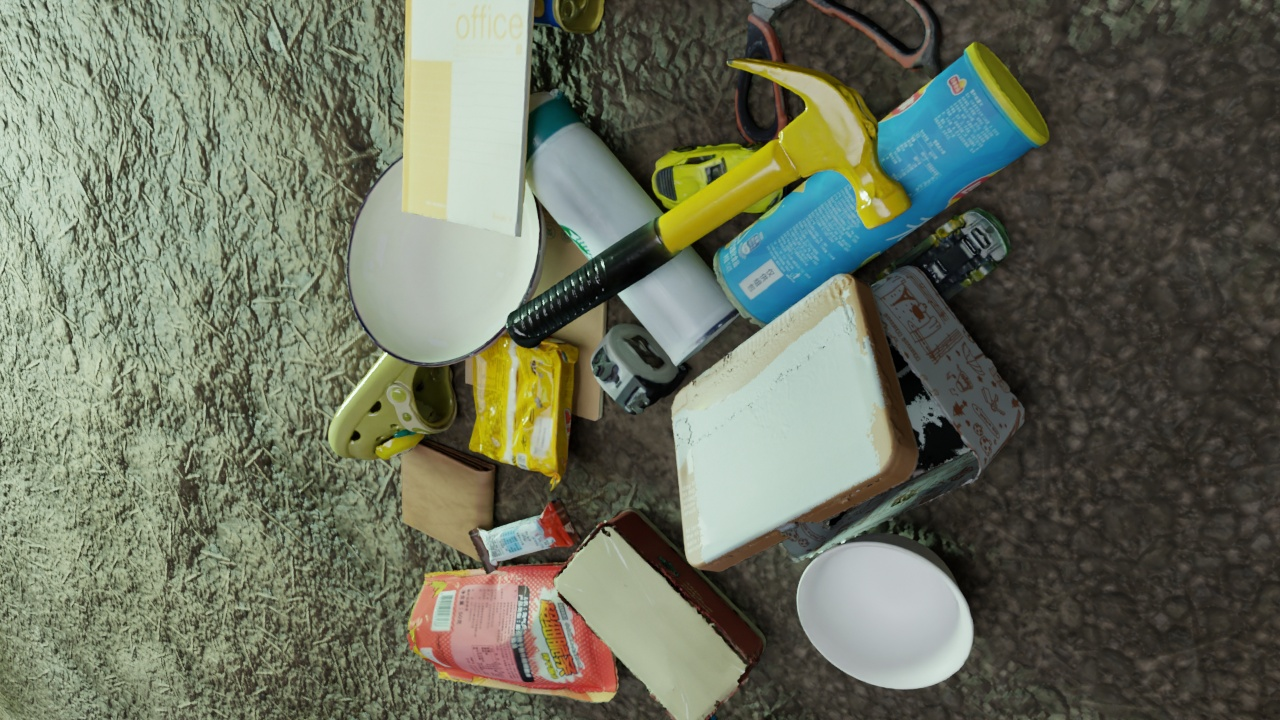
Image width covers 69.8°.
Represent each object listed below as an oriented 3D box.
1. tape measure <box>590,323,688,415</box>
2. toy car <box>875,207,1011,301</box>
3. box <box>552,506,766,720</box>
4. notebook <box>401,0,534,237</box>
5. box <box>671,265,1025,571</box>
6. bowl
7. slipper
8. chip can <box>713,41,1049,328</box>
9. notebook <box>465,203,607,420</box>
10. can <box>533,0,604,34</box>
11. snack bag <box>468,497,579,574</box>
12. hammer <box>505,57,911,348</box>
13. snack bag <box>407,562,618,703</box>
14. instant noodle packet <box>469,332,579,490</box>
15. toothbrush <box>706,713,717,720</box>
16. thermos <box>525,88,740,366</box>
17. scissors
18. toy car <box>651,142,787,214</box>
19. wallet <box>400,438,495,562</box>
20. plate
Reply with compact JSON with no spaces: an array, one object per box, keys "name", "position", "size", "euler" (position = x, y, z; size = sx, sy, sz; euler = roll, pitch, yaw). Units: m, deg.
[{"name":"tape measure","position":[-0.004,0.004,0.710],"size":[0.066,0.065,0.034],"euler":[44,124,10]},{"name":"toy car","position":[0.193,-0.060,0.587],"size":[0.043,0.036,0.091],"euler":[53,132,3]},{"name":"box","position":[0.011,0.211,0.749],"size":[0.168,0.078,0.091],"euler":[43,106,13]},{"name":"notebook","position":[-0.131,-0.204,0.679],"size":[0.146,0.010,0.206],"euler":[18,109,39]},{"name":"box","position":[0.108,0.045,0.576],"size":[0.150,0.165,0.182],"euler":[53,136,4]},{"name":"bowl","position":[0.177,0.163,0.649],"size":[0.118,0.064,0.118],"euler":[11,117,22]},{"name":"slipper","position":[-0.211,0.037,0.835],"size":[0.081,0.091,0.191],"euler":[46,120,8]},{"name":"chip can","position":[0.144,-0.103,0.583],"size":[0.211,0.071,0.071],"euler":[-37,85,35]},{"name":"notebook","position":[-0.091,-0.062,0.777],"size":[0.148,0.008,0.208],"euler":[14,112,28]},{"name":"can","position":[-0.073,-0.293,0.663],"size":[0.083,0.057,0.102],"euler":[17,113,29]},{"name":"snack bag","position":[-0.109,0.162,0.844],"size":[0.104,0.026,0.048],"euler":[-24,91,25]},{"name":"hammer","position":[0.018,-0.083,0.601],"size":[0.302,0.032,0.129],"euler":[-29,90,35]},{"name":"snack bag","position":[-0.120,0.253,0.866],"size":[0.208,0.073,0.128],"euler":[-8,88,28]},{"name":"instant noodle packet","position":[-0.100,0.036,0.780],"size":[0.111,0.044,0.128],"euler":[17,110,33]},{"name":"toothbrush","position":[0.067,0.327,0.803],"size":[0.016,0.014,0.189],"euler":[-23,93,35]},{"name":"thermos","position":[-0.021,-0.100,0.678],"size":[0.224,0.073,0.073],"euler":[50,124,5]},{"name":"scissors","position":[0.097,-0.233,0.603],"size":[0.189,0.015,0.225],"euler":[-3,104,32]},{"name":"toy car","position":[0.053,-0.126,0.644],"size":[0.105,0.032,0.048],"euler":[7,118,38]},{"name":"wallet","position":[-0.189,0.133,0.893],"size":[0.115,0.020,0.101],"euler":[18,114,28]},{"name":"plate","position":[-0.154,-0.088,0.752],"size":[0.193,0.039,0.192],"euler":[-4,80,25]}]
